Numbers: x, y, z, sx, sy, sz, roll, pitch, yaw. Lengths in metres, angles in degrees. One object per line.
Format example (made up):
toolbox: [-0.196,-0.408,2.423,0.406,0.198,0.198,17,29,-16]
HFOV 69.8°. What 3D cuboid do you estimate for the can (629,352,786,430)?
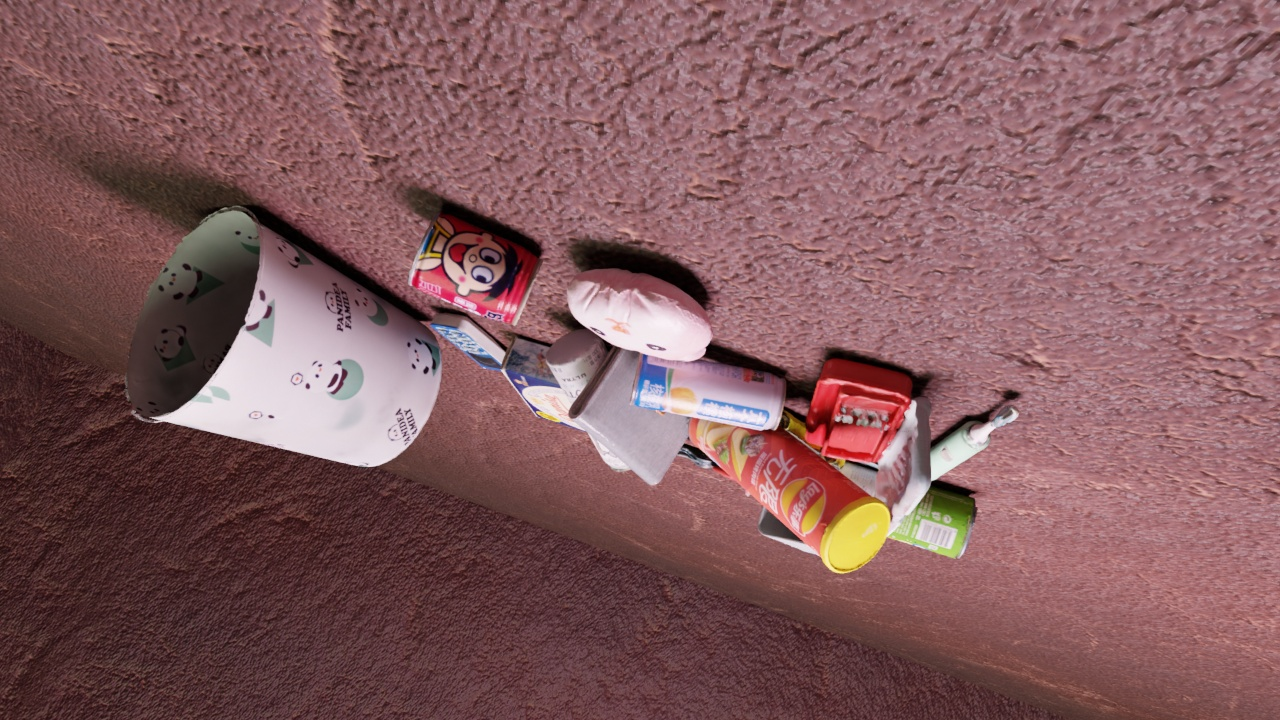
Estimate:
can: [0.060,0.027,0.829,0.134,0.053,0.053,11,163,-1]

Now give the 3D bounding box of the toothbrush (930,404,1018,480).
toothbrush: [0.279,0.072,0.791,0.026,0.027,0.225,55,170,15]

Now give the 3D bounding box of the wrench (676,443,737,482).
wrench: [0.133,0.143,1.093,0.274,0.016,0.056,19,-164,29]

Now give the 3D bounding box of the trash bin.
trash bin: [-0.369,-0.007,0.988,0.230,0.229,0.251,6,164,40]

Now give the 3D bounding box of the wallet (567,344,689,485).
wallet: [0.003,0.047,0.886,0.037,0.106,0.129,19,160,51]

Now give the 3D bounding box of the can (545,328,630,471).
can: [-0.038,0.040,0.915,0.058,0.058,0.147,5,133,42]

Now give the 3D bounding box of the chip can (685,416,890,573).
chip can: [0.129,0.102,0.841,0.073,0.073,0.216,36,-176,-41]

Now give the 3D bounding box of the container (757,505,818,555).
container: [0.217,0.192,1.129,0.090,0.090,0.111,5,160,42]

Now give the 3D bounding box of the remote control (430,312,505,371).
remote control: [-0.186,-0.019,1.046,0.049,0.024,0.125,11,159,28]

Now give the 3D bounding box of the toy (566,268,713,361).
toy: [0.005,-0.031,0.753,0.121,0.054,0.159,16,170,17]

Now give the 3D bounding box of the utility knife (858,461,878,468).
utility knife: [0.175,0.084,0.977,0.201,0.021,0.031,15,169,3]

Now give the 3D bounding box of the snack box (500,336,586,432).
snack box: [-0.051,0.046,1.056,0.182,0.045,0.178,16,162,12]

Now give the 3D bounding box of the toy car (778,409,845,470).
toy car: [0.162,0.077,0.934,0.105,0.032,0.048,34,162,-6]

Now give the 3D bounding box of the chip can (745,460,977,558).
chip can: [0.235,0.147,0.995,0.236,0.072,0.072,16,163,13]

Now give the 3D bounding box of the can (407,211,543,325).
can: [-0.133,-0.073,0.748,0.094,0.066,0.067,23,163,-8]

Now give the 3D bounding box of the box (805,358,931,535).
box: [0.194,0.083,0.799,0.110,0.100,0.201,13,161,11]
